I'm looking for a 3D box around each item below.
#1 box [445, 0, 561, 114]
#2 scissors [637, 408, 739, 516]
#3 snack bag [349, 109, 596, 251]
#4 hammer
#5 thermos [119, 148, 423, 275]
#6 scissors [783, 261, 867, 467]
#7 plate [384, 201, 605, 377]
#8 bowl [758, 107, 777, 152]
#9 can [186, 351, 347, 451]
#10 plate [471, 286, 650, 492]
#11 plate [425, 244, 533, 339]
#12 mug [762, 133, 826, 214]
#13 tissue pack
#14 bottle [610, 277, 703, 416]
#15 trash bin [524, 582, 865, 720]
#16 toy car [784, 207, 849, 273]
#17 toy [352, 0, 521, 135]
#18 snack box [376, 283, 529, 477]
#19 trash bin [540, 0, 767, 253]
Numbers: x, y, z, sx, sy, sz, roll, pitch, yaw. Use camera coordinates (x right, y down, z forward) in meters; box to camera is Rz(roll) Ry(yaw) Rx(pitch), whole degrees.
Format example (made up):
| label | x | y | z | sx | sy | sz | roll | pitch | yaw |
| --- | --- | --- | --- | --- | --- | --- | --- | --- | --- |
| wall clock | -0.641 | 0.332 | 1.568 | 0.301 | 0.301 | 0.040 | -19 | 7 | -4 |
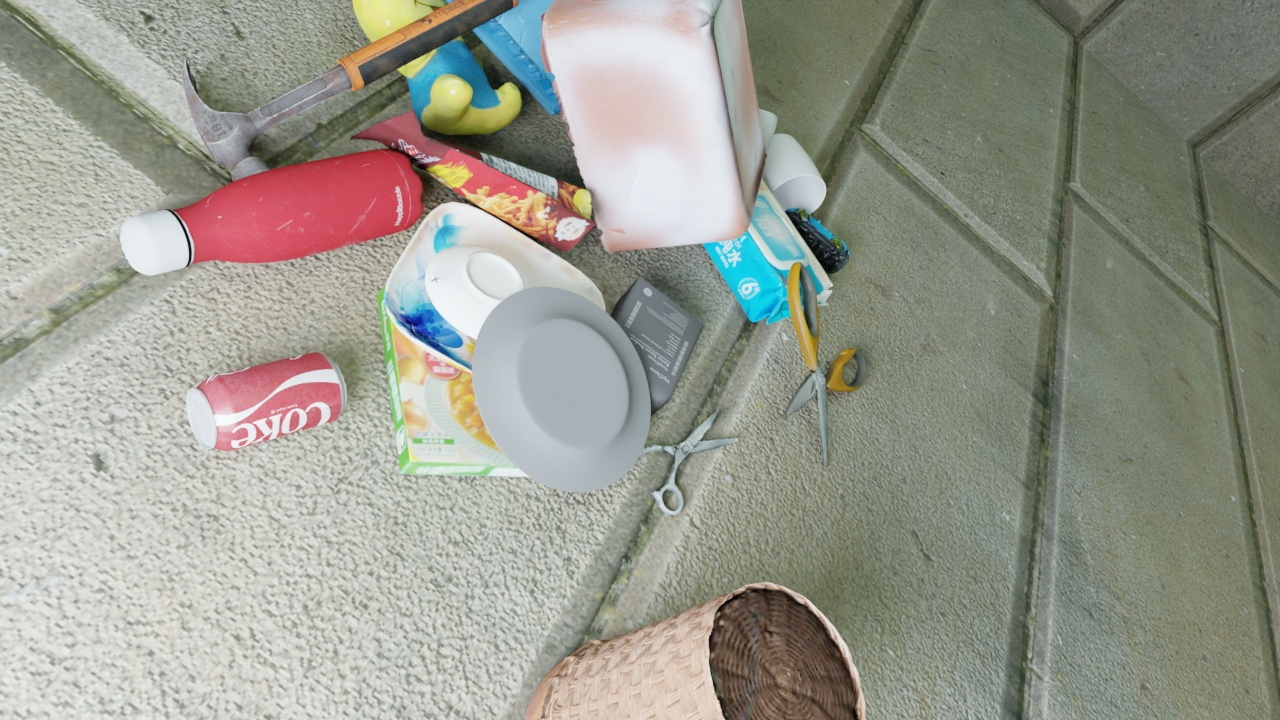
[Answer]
| label | x | y | z | sx | sy | sz | roll | pitch | yaw |
| --- | --- | --- | --- | --- | --- | --- | --- | --- | --- |
| box | -0.125 | -0.374 | 0.944 | 0.231 | 0.112 | 0.094 | 40 | 17 | -51 |
| scissors | 0.027 | 0.078 | 0.863 | 0.147 | 0.014 | 0.141 | 32 | 47 | -13 |
| snack bag | -0.147 | -0.174 | 0.845 | 0.207 | 0.139 | 0.066 | 25 | 86 | -35 |
| hammer | -0.247 | -0.270 | 0.812 | 0.313 | 0.035 | 0.138 | -37 | 76 | -21 |
| thermos | -0.285 | -0.115 | 0.728 | 0.239 | 0.073 | 0.073 | -27 | 77 | -45 |
| scissors | 0.196 | -0.002 | 1.005 | 0.224 | 0.016 | 0.229 | -29 | 104 | -53 |
| plate | -0.123 | -0.047 | 0.803 | 0.187 | 0.016 | 0.186 | 31 | 41 | -14 |
| bowl | 0.099 | -0.260 | 1.077 | 0.116 | 0.116 | 0.066 | 6 | 96 | -34 |
| can | -0.263 | 0.029 | 0.649 | 0.096 | 0.054 | 0.054 | -18 | 70 | -44 |
| plate | -0.058 | 0.021 | 0.763 | 0.178 | 0.012 | 0.178 | 17 | 62 | -35 |
| plate | -0.128 | -0.063 | 0.776 | 0.104 | 0.026 | 0.104 | 23 | 44 | -24 |
| mug | 0.191 | -0.228 | 1.187 | 0.114 | 0.081 | 0.087 | 43 | 24 | -51 |
| tissue pack | 0.131 | -0.139 | 1.073 | 0.116 | 0.066 | 0.209 | -13 | 65 | -44 |
| bottle | -0.005 | 0.005 | 0.870 | 0.083 | 0.046 | 0.173 | 36 | 44 | -10 |
| trash bin | 0.033 | 0.233 | 0.605 | 0.151 | 0.211 | 0.151 | 21 | 47 | -25 |
| toy car | 0.218 | -0.154 | 1.161 | 0.105 | 0.048 | 0.032 | 36 | 44 | -8 |
| toy | -0.217 | -0.314 | 0.924 | 0.214 | 0.084 | 0.148 | 53 | 22 | 9 |
| snack box | -0.145 | 0.017 | 0.768 | 0.131 | 0.027 | 0.167 | 6 | 54 | -36 |
| trash bin | 0.027 | -0.256 | 0.913 | 0.181 | 0.157 | 0.260 | -70 | 151 | -45 |
